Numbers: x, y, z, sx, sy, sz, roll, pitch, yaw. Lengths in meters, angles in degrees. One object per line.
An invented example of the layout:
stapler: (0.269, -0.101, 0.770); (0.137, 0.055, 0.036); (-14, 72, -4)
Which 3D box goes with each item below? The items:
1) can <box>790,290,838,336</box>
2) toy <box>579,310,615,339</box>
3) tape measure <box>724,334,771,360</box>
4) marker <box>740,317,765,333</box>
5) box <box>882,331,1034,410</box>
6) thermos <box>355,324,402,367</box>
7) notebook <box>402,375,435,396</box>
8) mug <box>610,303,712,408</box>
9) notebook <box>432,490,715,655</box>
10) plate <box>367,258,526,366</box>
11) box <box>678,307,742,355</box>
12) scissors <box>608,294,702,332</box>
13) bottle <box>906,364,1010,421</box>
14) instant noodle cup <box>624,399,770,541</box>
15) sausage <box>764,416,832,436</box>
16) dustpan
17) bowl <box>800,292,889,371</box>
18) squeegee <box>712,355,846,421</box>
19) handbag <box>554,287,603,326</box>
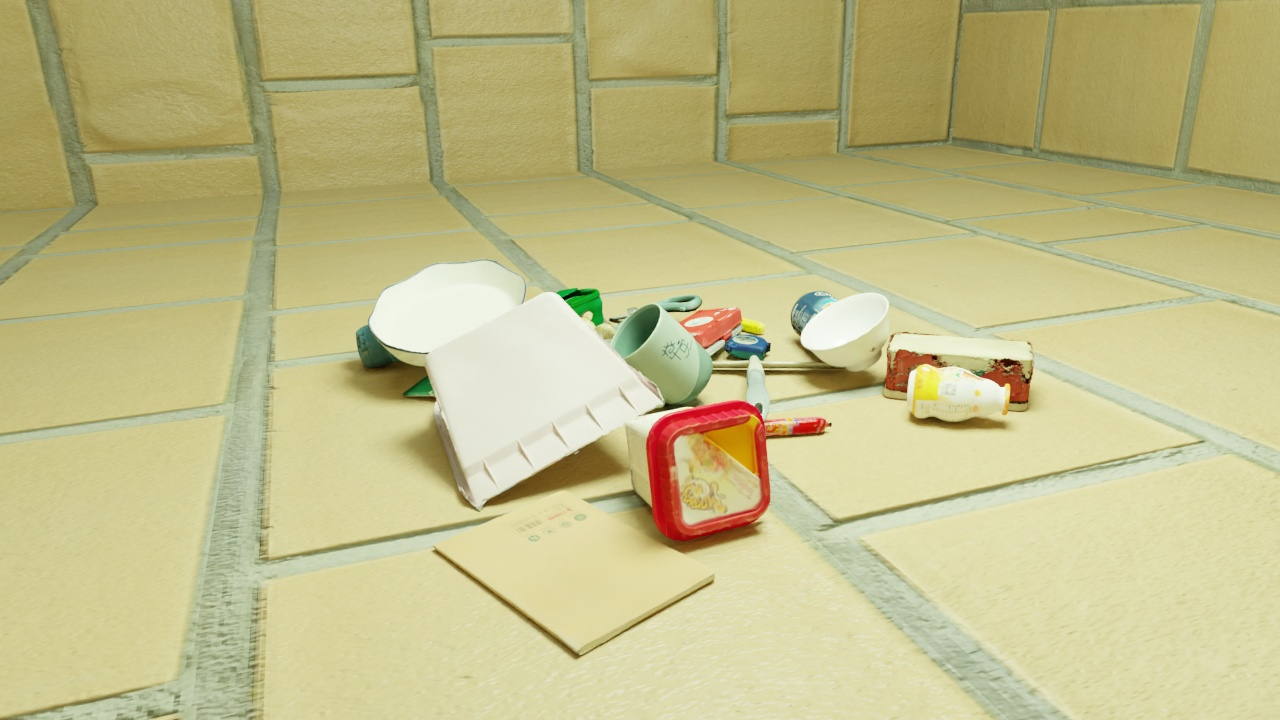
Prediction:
can: (0.260, -0.047, 1.273); (0.075, 0.075, 0.111); (-4, 20, -7)
toy: (-0.064, 0.003, 1.132); (0.066, 0.105, 0.157); (36, 21, -39)
tape measure: (0.149, -0.017, 1.271); (0.058, 0.025, 0.054); (9, 20, 18)
marker: (0.138, -0.059, 1.402); (0.015, 0.018, 0.124); (-13, 21, -43)
box: (0.385, 0.004, 1.115); (0.168, 0.079, 0.091); (5, 20, 19)
thermos: (-0.283, -0.043, 1.273); (0.220, 0.070, 0.070); (-15, 21, -6)
notebook: (-0.195, 0.001, 1.214); (0.151, 0.012, 0.208); (-3, 22, 25)
mug: (0.022, 0.007, 1.092); (0.082, 0.106, 0.111); (-3, 51, 52)
notebook: (-0.060, 0.170, 0.781); (0.147, 0.008, 0.208); (-18, 26, -39)
plate: (-0.248, -0.060, 1.196); (0.205, 0.046, 0.204); (-6, 39, 5)
box: (0.084, -0.035, 1.298); (0.087, 0.048, 0.200); (-3, 12, 22)
scissors: (0.023, -0.073, 1.397); (0.177, 0.019, 0.173); (-23, 17, -2)
bottle: (0.360, 0.039, 1.041); (0.108, 0.063, 0.063); (6, 21, 19)
instant noodle cup: (0.045, 0.093, 0.853); (0.116, 0.117, 0.124); (-10, 10, -22)
sausage: (0.136, 0.075, 1.020); (0.156, 0.020, 0.020); (-3, 20, -4)
dustpan: (-0.119, 0.044, 1.022); (0.222, 0.139, 0.273); (-26, 56, -11)
bowl: (0.271, -0.026, 1.166); (0.118, 0.065, 0.118); (-28, 23, 13)
squeegee: (0.138, 0.023, 1.105); (0.246, 0.039, 0.246); (0, 15, 6)
handbag: (-0.124, -0.064, 1.374); (0.120, 0.068, 0.131); (3, 20, 36)
